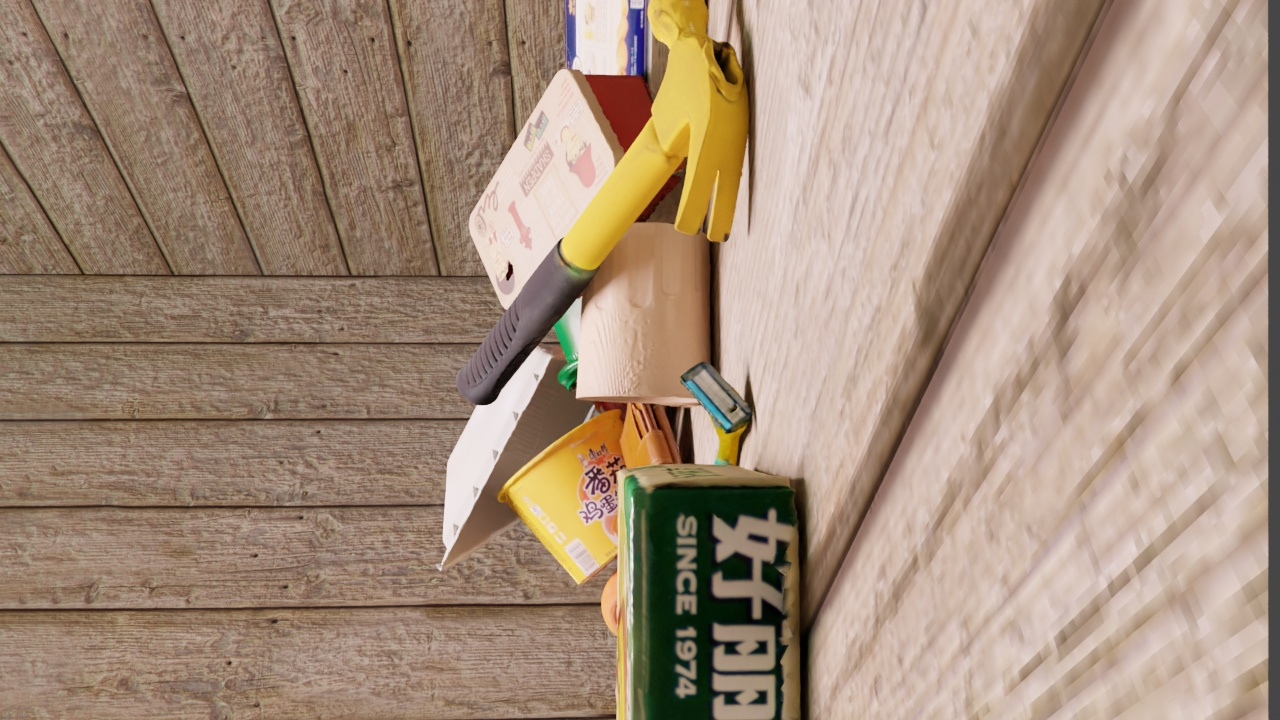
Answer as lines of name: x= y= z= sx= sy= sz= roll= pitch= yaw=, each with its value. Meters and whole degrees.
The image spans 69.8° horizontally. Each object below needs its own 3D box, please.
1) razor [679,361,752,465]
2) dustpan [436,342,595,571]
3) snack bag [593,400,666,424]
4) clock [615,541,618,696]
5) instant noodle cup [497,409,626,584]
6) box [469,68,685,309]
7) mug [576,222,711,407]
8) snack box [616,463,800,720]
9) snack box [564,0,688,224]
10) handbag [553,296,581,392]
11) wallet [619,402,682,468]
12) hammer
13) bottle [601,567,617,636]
razor: x=0.035 y=0.062 z=0.472 sx=0.043 sy=0.028 sz=0.133 roll=46 pitch=145 yaw=38
dustpan: x=-0.097 y=0.086 z=0.925 sx=0.223 sy=0.142 sz=0.258 roll=-62 pitch=20 yaw=6
snack bag: x=-0.005 y=0.005 z=0.857 sx=0.208 sy=0.073 sz=0.128 roll=105 pitch=150 yaw=-71
clock: x=0.012 y=0.180 z=0.617 sx=0.117 sy=0.060 sz=0.159 roll=-92 pitch=1 yaw=-46
instant noodle cup: x=-0.043 y=0.127 z=0.831 sx=0.110 sy=0.138 sz=0.138 roll=52 pitch=169 yaw=10
box: x=-0.041 y=-0.111 z=0.631 sx=0.169 sy=0.080 sz=0.091 roll=-45 pitch=65 yaw=46
mug: x=0.011 y=-0.024 z=0.588 sx=0.124 sy=0.084 sz=0.103 roll=12 pitch=-102 yaw=-66
snack box: x=0.023 y=0.163 z=0.365 sx=0.114 sy=0.063 sz=0.240 roll=145 pitch=126 yaw=-85
snack box: x=-0.010 y=-0.208 z=0.682 sx=0.182 sy=0.045 sz=0.178 roll=-134 pitch=40 yaw=-59
handbag: x=-0.035 y=-0.053 z=0.745 sx=0.067 sy=0.120 sz=0.131 roll=3 pitch=-120 yaw=-52
wallet: x=0.014 y=0.089 z=0.711 sx=0.119 sy=0.035 sz=0.130 roll=92 pitch=164 yaw=-55
hammer: x=-0.036 y=-0.060 z=0.529 sx=0.302 sy=0.032 sz=0.128 roll=-46 pitch=48 yaw=43
bottle: x=0.004 y=0.202 z=0.837 sx=0.149 sy=0.067 sz=0.067 roll=-60 pitch=-29 yaw=-80
